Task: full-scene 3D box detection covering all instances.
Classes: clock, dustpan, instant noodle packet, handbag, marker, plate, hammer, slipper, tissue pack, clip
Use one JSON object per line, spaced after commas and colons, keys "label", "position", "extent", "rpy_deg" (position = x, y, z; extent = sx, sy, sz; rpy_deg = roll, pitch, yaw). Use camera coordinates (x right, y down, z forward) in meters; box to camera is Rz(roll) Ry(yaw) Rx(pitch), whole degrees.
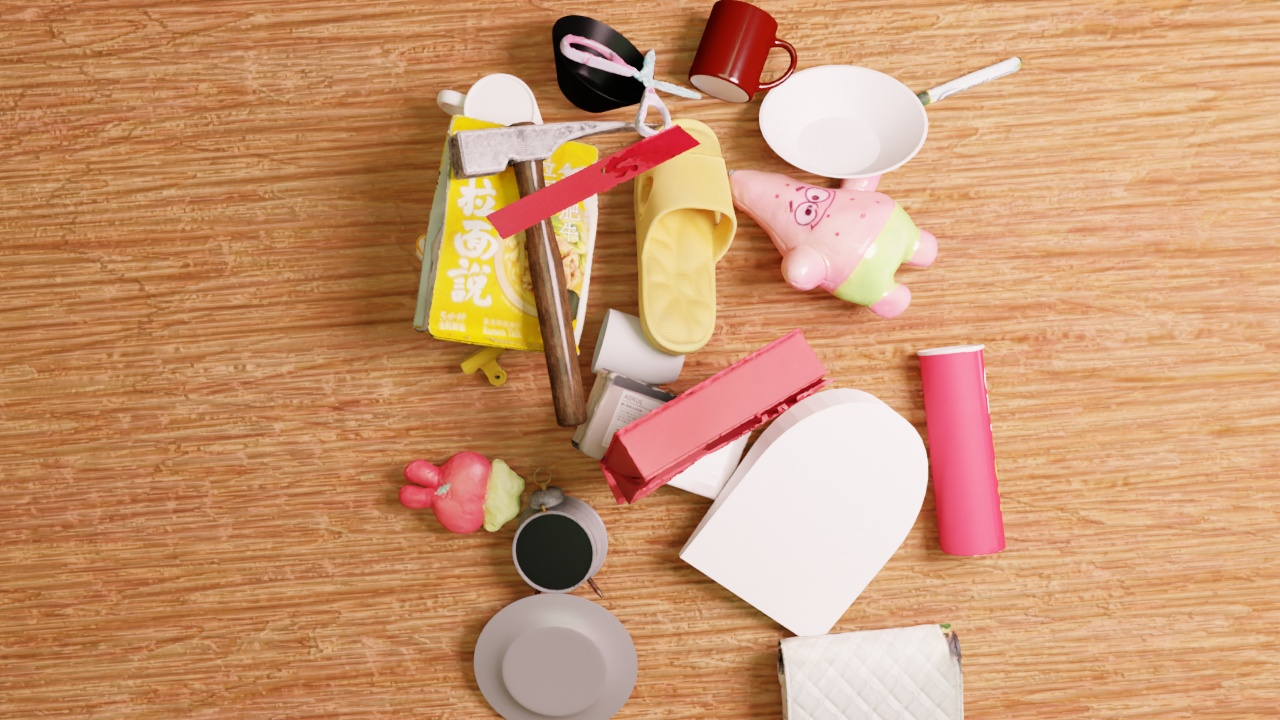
{"label": "clock", "position": [-0.092, 0.188, 0.996], "extent": [0.104, 0.056, 0.148], "rpy_deg": [-11, 96, 8]}
{"label": "dustpan", "position": [0.192, 0.154, 0.999], "extent": [0.191, 0.053, 0.258], "rpy_deg": [36, 98, -13]}
{"label": "instant noodle packet", "position": [-0.131, -0.124, 0.935], "extent": [0.162, 0.084, 0.222], "rpy_deg": [6, 99, -27]}
{"label": "handbag", "position": [0.246, 0.356, 0.993], "extent": [0.195, 0.072, 0.139], "rpy_deg": [-5, 101, -1]}
{"label": "marker", "position": [0.352, -0.304, 1.014], "extent": [0.146, 0.017, 0.017], "rpy_deg": [-21, 91, 0]}
{"label": "plate", "position": [0.214, -0.244, 0.980], "extent": [0.174, 0.036, 0.173], "rpy_deg": [-2, 56, 2]}
{"label": "hammer", "position": [-0.058, -0.089, 0.919], "extent": [0.217, 0.037, 0.300], "rpy_deg": [-13, 97, -27]}
{"label": "slipper", "position": [0.047, -0.138, 0.955], "extent": [0.099, 0.078, 0.263], "rpy_deg": [6, 78, -17]}
{"label": "tissue pack", "position": [0.018, 0.082, 0.978], "extent": [0.181, 0.071, 0.104], "rpy_deg": [20, 92, -27]}
{"label": "plate", "position": [-0.092, 0.334, 0.995], "extent": [0.178, 0.012, 0.178], "rpy_deg": [0, 107, 0]}
{"label": "clip", "position": [-0.167, 0.003, 1.010], "extent": [0.054, 0.046, 0.048], "rpy_deg": [-33, 58, -1]}

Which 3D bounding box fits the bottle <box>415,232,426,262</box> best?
{"label": "bottle", "position": [-0.189, -0.138, 0.987], "extent": [0.063, 0.063, 0.108], "rpy_deg": [43, 90, -1]}

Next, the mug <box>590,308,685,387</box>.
{"label": "mug", "position": [-0.006, 0.006, 0.996], "extent": [0.089, 0.071, 0.107], "rpy_deg": [16, 118, -8]}

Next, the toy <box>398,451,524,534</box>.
{"label": "toy", "position": [-0.195, 0.143, 0.999], "extent": [0.135, 0.045, 0.091], "rpy_deg": [6, 94, -5]}

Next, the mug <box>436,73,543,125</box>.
{"label": "mug", "position": [-0.160, -0.259, 0.971], "extent": [0.110, 0.090, 0.074], "rpy_deg": [17, 90, -1]}

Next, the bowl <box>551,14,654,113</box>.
{"label": "bowl", "position": [-0.051, -0.303, 0.979], "extent": [0.124, 0.123, 0.053], "rpy_deg": [44, 133, -1]}

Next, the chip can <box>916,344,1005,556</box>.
{"label": "chip can", "position": [0.348, 0.096, 0.994], "extent": [0.069, 0.069, 0.220], "rpy_deg": [-7, 91, -1]}

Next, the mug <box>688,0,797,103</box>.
{"label": "mug", "position": [0.114, -0.324, 0.983], "extent": [0.105, 0.073, 0.082], "rpy_deg": [20, 90, -3]}

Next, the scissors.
{"label": "scissors", "position": [-0.002, -0.282, 0.948], "extent": [0.170, 0.013, 0.175], "rpy_deg": [9, 48, -33]}

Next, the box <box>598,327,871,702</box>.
{"label": "box", "position": [0.107, 0.159, 0.928], "extent": [0.212, 0.148, 0.375], "rpy_deg": [-28, 113, -16]}

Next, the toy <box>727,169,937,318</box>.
{"label": "toy", "position": [0.198, -0.144, 0.978], "extent": [0.237, 0.097, 0.191], "rpy_deg": [30, 65, 8]}
